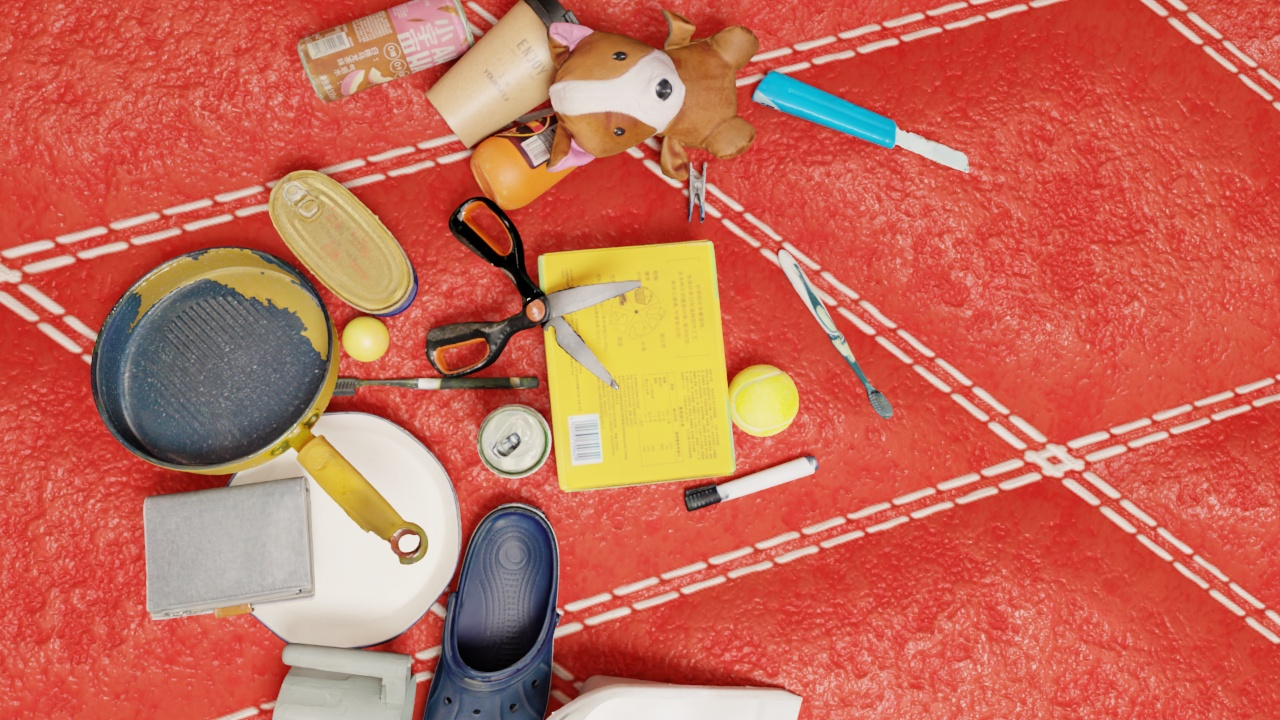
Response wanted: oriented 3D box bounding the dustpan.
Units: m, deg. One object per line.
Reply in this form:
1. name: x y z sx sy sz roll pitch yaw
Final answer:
1. dustpan: 0.006 0.380 0.772 0.257 0.143 0.222 15 86 -4

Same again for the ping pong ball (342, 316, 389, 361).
1. ping pong ball: -0.244 -0.019 0.814 0.040 0.040 0.040 0 87 -6

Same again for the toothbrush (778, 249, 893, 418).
1. toothbrush: 0.185 -0.025 0.870 0.016 0.018 0.191 -33 91 -6

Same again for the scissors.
1. scissors: -0.105 -0.050 0.783 0.221 0.021 0.232 -32 75 26

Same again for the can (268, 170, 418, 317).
1. can: -0.260 -0.101 0.812 0.148 0.049 0.074 45 83 -2

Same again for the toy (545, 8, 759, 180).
1. toy: 0.009 -0.225 0.785 0.199 0.130 0.140 -6 102 -27

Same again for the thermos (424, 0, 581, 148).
1. thermos: -0.117 -0.257 0.818 0.143 0.093 0.093 -38 91 0

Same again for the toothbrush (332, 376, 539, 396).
1. toothbrush: -0.185 0.023 0.830 0.186 0.017 0.012 -1 127 -6

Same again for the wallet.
1. wallet: -0.336 0.156 0.755 0.129 0.037 0.106 -7 78 -5

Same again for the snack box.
1. snack box: -0.005 0.005 0.823 0.157 0.070 0.210 -6 88 -6

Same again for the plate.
1. plate: -0.259 0.147 0.803 0.205 0.045 0.205 0 88 -5

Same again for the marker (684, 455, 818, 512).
1. marker: 0.103 0.113 0.855 0.130 0.018 0.022 -18 80 -6

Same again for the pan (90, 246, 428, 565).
1. pan: -0.295 0.044 0.742 0.357 0.078 0.197 40 76 12

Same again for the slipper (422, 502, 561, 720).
1. slipper: -0.122 0.250 0.790 0.105 0.095 0.252 12 83 -3

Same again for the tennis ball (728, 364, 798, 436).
1. tennis ball: 0.111 0.036 0.836 0.065 0.065 0.065 0 87 -6

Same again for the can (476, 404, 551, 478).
1. can: -0.104 0.065 0.771 0.058 0.147 0.058 0 87 -6

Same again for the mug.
1. mug: -0.247 0.286 0.768 0.103 0.083 0.124 8 119 -3

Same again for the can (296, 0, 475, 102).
1. can: -0.226 -0.281 0.820 0.147 0.058 0.058 -22 90 -6

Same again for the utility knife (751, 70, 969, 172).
1. utility knife: 0.216 -0.226 0.882 0.223 0.018 0.034 20 84 -3

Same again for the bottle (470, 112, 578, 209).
1. bottle: -0.078 -0.195 0.832 0.149 0.067 0.067 -33 91 -14

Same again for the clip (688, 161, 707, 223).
1. clip: 0.052 -0.158 0.860 0.036 0.025 0.058 3 87 2
